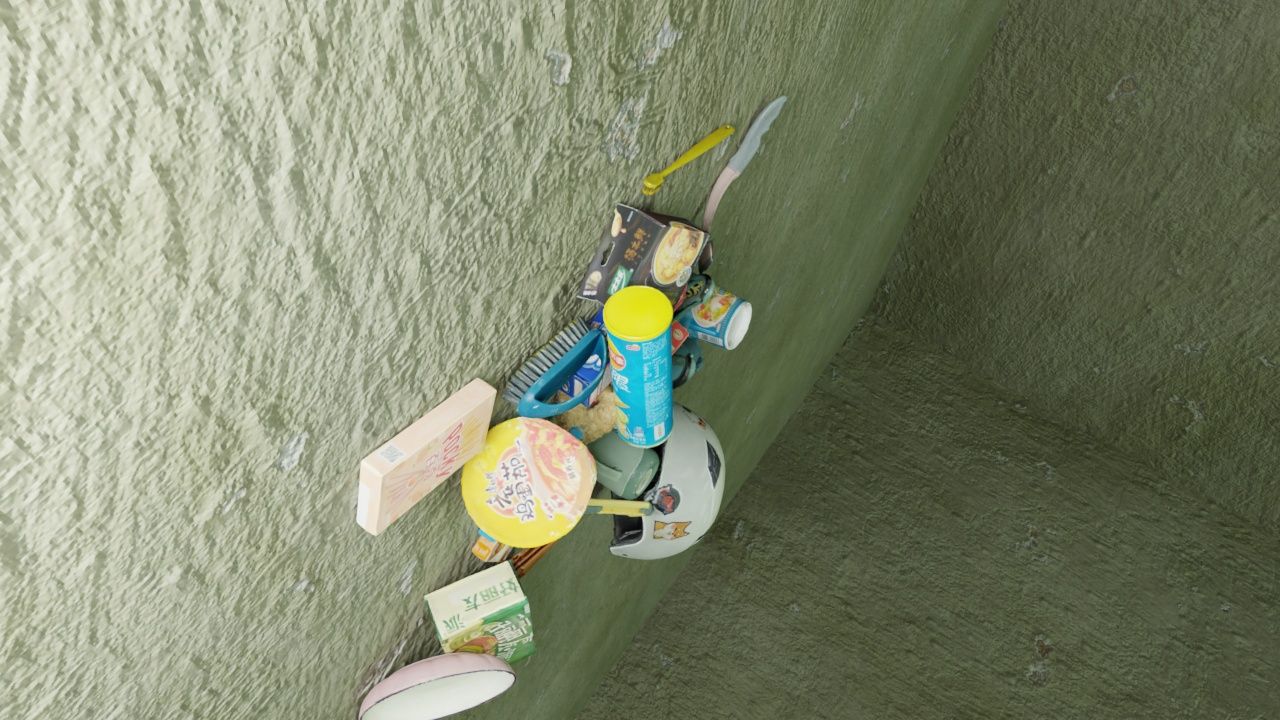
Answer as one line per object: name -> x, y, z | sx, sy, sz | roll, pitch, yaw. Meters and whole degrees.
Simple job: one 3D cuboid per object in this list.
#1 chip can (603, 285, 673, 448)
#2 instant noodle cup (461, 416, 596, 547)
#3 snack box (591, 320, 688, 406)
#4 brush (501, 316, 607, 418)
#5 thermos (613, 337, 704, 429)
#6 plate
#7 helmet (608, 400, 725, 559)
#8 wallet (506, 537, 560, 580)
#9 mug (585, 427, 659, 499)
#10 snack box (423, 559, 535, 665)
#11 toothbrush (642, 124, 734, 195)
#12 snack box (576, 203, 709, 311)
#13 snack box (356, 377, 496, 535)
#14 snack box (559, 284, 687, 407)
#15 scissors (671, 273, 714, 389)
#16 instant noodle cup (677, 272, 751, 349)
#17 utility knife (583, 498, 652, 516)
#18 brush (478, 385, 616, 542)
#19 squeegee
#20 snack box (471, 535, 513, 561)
chip can -> 0.001, 0.013, 1.012 | 0.071, 0.071, 0.211 | -49, 155, -28
instant noodle cup -> -0.120, 0.140, 1.016 | 0.138, 0.138, 0.110 | -55, 172, -12
snack box -> -0.007, 0.007, 1.151 | 0.076, 0.027, 0.156 | -50, -169, -35
brush -> -0.081, 0.014, 0.984 | 0.143, 0.073, 0.055 | -47, 169, -39
thermos -> 0.020, 0.024, 1.322 | 0.219, 0.070, 0.070 | -37, 154, -50
plate -> -0.251, 0.402, 1.134 | 0.192, 0.039, 0.193 | -15, 150, -9
helmet -> 0.054, 0.198, 1.454 | 0.229, 0.157, 0.275 | -96, -151, -64
wallet -> -0.170, 0.285, 1.253 | 0.132, 0.031, 0.107 | -48, 172, 31
mug -> -0.039, 0.142, 1.294 | 0.082, 0.106, 0.111 | -61, 163, 13
snack box -> -0.203, 0.344, 1.188 | 0.114, 0.063, 0.241 | -21, 151, -17
toothbrush -> 0.057, -0.231, 1.046 | 0.189, 0.016, 0.017 | -43, 163, -43
snack box -> 0.006, -0.106, 1.013 | 0.125, 0.053, 0.113 | -4, 124, -57
snack box -> -0.198, 0.087, 0.857 | 0.156, 0.026, 0.085 | -41, 157, -46
snack box -> -0.022, -0.038, 1.099 | 0.206, 0.057, 0.058 | -49, 164, -31
scissors -> 0.042, -0.024, 1.170 | 0.171, 0.019, 0.180 | -41, -142, 38
instant noodle cup -> 0.089, -0.066, 1.253 | 0.099, 0.110, 0.099 | -45, 149, -37
utility knife -> -0.070, 0.203, 1.278 | 0.212, 0.022, 0.031 | 11, 118, -27
brush -> -0.111, 0.121, 1.124 | 0.254, 0.083, 0.046 | -51, -162, 2
squeegee -> 0.123, -0.237, 1.195 | 0.249, 0.040, 0.247 | -64, 180, 2
snack box -> -0.154, 0.189, 1.182 | 0.153, 0.026, 0.075 | -57, 165, -4
